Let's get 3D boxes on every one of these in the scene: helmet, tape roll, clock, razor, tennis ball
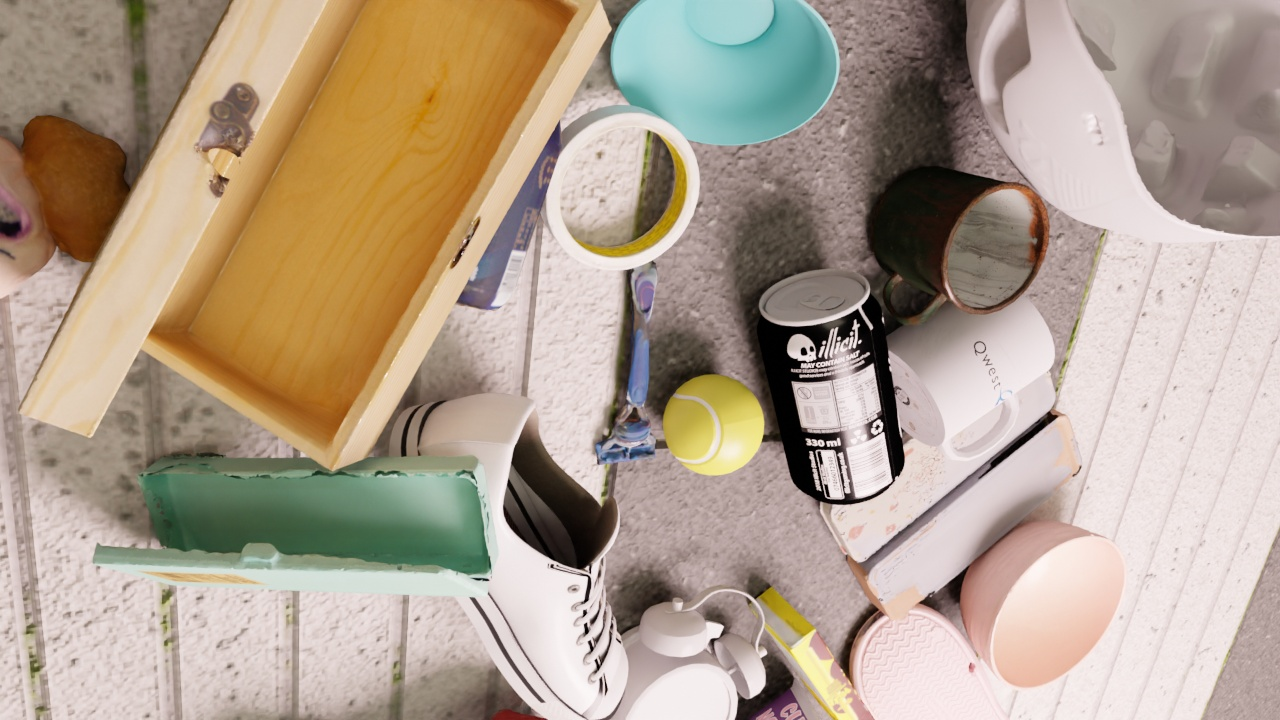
[{"bbox_3d":[0.297,-0.196,0.537,0.282,0.184,0.223,37,68,-41],"label":"helmet"},{"bbox_3d":[-0.012,-0.099,0.530,0.094,0.019,0.094,-11,122,-18],"label":"tape roll"},{"bbox_3d":[-0.079,0.305,0.594,0.062,0.156,0.110,6,125,15],"label":"clock"},{"bbox_3d":[0.028,0.232,0.673,0.120,0.061,0.159,37,88,-32],"label":"clock"},{"bbox_3d":[-0.003,0.003,0.583,0.043,0.018,0.141,-5,113,-23],"label":"razor"},{"bbox_3d":[0.047,0.042,0.595,0.065,0.065,0.065,-9,114,-21],"label":"tennis ball"}]

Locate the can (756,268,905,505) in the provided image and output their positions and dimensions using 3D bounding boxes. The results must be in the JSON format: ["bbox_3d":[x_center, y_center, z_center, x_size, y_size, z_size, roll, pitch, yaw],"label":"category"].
[{"bbox_3d":[0.128,0.019,0.614,0.080,0.080,0.146,-25,119,-14],"label":"can"}]

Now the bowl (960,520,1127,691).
[{"bbox_3d":[0.331,0.197,0.784,0.152,0.076,0.153,-10,115,-22],"label":"bowl"}]

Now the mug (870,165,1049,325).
[{"bbox_3d":[0.199,-0.072,0.608,0.111,0.081,0.085,-49,122,1],"label":"mug"}]

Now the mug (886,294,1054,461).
[{"bbox_3d":[0.231,0.015,0.655,0.096,0.083,0.119,-32,113,-10],"label":"mug"}]

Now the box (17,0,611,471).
[{"bbox_3d":[-0.147,-0.093,0.401,0.248,0.142,0.184,-59,155,5],"label":"box"}]

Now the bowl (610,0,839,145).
[{"bbox_3d":[0.047,-0.176,0.501,0.121,0.121,0.046,25,59,-31],"label":"bowl"}]

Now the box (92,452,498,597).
[{"bbox_3d":[-0.173,0.099,0.462,0.189,0.079,0.077,0,116,9],"label":"box"}]

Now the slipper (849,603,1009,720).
[{"bbox_3d":[0.255,0.297,0.801,0.107,0.055,0.221,-38,111,1],"label":"slipper"}]

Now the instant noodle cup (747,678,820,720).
[{"bbox_3d":[0.103,0.342,0.718,0.122,0.136,0.122,-27,165,-2],"label":"instant noodle cup"}]

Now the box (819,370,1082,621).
[{"bbox_3d":[0.249,0.095,0.730,0.216,0.043,0.151,-36,116,-7],"label":"box"}]

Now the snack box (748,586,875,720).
[{"bbox_3d":[0.139,0.244,0.724,0.025,0.061,0.149,-38,122,-8],"label":"snack box"}]

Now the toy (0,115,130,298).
[{"bbox_3d":[-0.309,-0.058,0.388,0.175,0.076,0.133,-23,119,-24],"label":"toy"}]

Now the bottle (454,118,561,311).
[{"bbox_3d":[-0.073,-0.107,0.484,0.056,0.056,0.161,14,104,-29],"label":"bottle"}]

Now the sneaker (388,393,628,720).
[{"bbox_3d":[-0.046,0.119,0.549,0.097,0.091,0.245,-13,116,22],"label":"sneaker"}]
